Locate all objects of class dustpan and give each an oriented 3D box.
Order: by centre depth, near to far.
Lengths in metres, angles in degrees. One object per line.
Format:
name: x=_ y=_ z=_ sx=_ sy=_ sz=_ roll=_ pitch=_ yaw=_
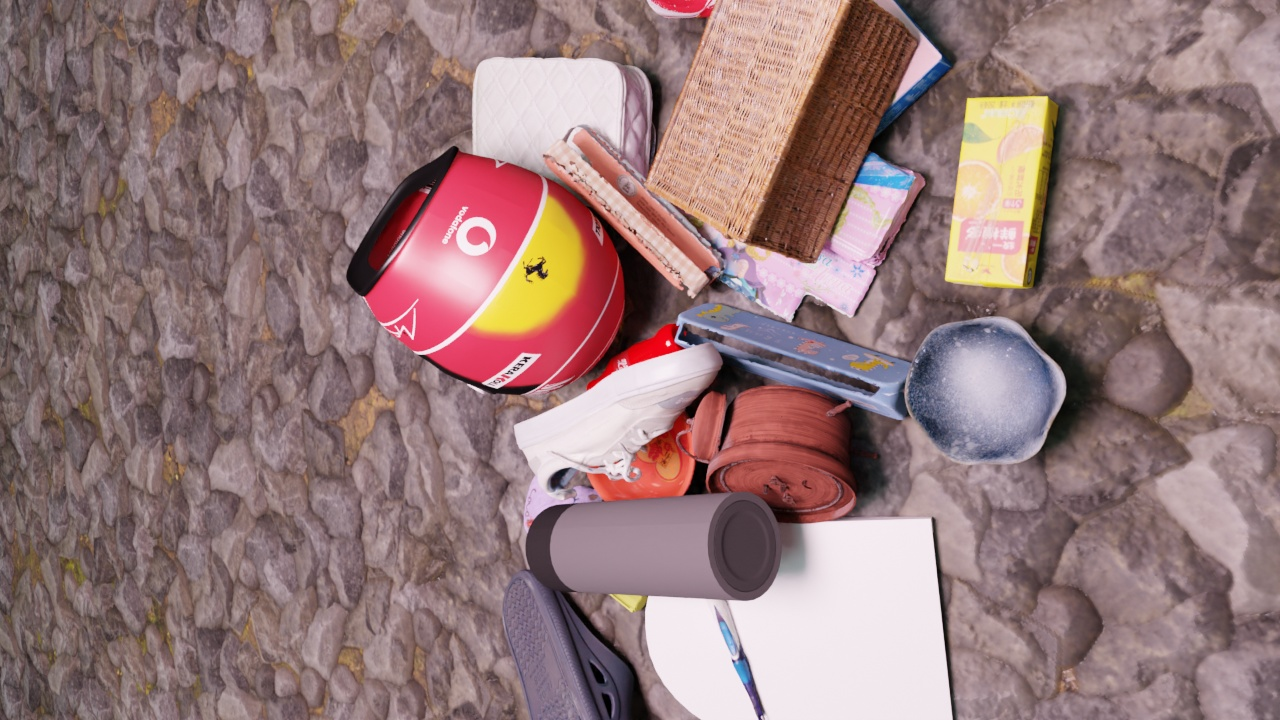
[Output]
dustpan: x=0.133 y=0.233 z=0.800 sx=0.258 sy=0.053 sz=0.191 roll=-6 pitch=89 yaw=24

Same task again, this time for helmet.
helmet: x=-0.130 y=-0.072 z=0.851 sx=0.197 sy=0.224 sz=0.271 roll=-61 pitch=24 yaw=-10

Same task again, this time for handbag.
handbag: x=-0.075 y=-0.221 z=0.893 sx=0.195 sy=0.072 sz=0.139 roll=14 pitch=109 yaw=34

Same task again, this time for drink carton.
drink carton: x=0.263 y=-0.121 z=0.671 sx=0.059 sy=0.042 sz=0.134 roll=10 pitch=99 yaw=34

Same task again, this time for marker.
marker: x=-0.045 y=0.211 z=0.926 sx=0.124 sy=0.017 sz=0.021 roll=31 pitch=109 yaw=32

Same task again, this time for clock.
clock: x=0.102 y=0.075 z=0.746 sx=0.158 sy=0.120 sz=0.072 roll=-5 pitch=55 yaw=27

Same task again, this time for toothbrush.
toothbrush: x=0.082 y=0.254 z=0.782 sx=0.016 sy=0.017 sz=0.189 roll=-23 pitch=81 yaw=14

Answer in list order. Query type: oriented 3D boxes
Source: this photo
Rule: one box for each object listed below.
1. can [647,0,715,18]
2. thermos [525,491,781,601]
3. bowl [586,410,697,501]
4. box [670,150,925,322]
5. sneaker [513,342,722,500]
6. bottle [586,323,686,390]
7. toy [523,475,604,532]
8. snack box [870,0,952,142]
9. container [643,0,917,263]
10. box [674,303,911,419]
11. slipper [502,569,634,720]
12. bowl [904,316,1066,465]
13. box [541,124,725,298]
can: x=0.054 y=-0.327 z=0.783 sx=0.105 sy=0.064 sz=0.064 roll=24 pitch=106 yaw=50
thermos: x=0.002 y=0.159 z=0.786 sx=0.241 sy=0.082 sz=0.082 roll=-14 pitch=84 yaw=48
bowl: x=0.007 y=0.079 z=0.864 sx=0.131 sy=0.045 sz=0.130 roll=2 pitch=94 yaw=36
box: x=0.106 y=-0.133 z=0.789 sx=0.230 sy=0.035 sz=0.159 roll=36 pitch=112 yaw=30
sneaker: x=-0.013 y=0.060 z=0.801 sx=0.243 sy=0.089 sz=0.090 roll=-28 pitch=81 yaw=40
bottle: x=-0.005 y=0.005 z=0.874 sx=0.119 sy=0.036 sz=0.036 roll=-30 pitch=75 yaw=33
toy: x=-0.079 y=0.148 z=0.935 sx=0.100 sy=0.036 sz=0.080 roll=0 pitch=76 yaw=36
snack box: x=0.168 y=-0.261 z=0.738 sx=0.088 sy=0.033 sz=0.154 roll=-42 pitch=69 yaw=30
container: x=0.103 y=-0.186 z=0.697 sx=0.113 sy=0.113 sz=0.199 roll=35 pitch=109 yaw=34
box: x=0.126 y=-0.011 z=0.764 sx=0.210 sy=0.068 sz=0.059 roll=18 pitch=87 yaw=34
slipper: x=-0.062 y=0.328 z=0.916 sx=0.111 sy=0.083 sz=0.268 roll=-60 pitch=43 yaw=31
bowl: x=0.256 y=0.022 z=0.676 sx=0.111 sy=0.055 sz=0.110 roll=2 pitch=93 yaw=35
box: x=-0.002 y=-0.134 z=0.816 sx=0.188 sy=0.056 sz=0.063 roll=44 pitch=77 yaw=-4
